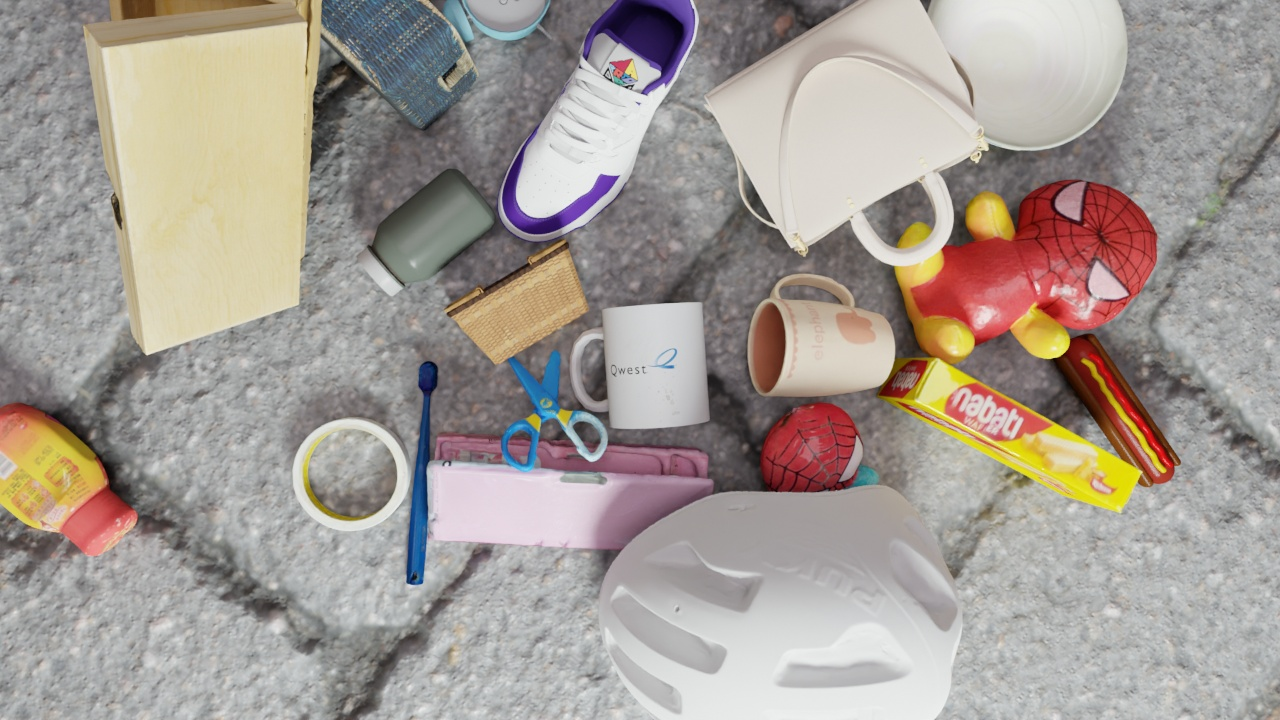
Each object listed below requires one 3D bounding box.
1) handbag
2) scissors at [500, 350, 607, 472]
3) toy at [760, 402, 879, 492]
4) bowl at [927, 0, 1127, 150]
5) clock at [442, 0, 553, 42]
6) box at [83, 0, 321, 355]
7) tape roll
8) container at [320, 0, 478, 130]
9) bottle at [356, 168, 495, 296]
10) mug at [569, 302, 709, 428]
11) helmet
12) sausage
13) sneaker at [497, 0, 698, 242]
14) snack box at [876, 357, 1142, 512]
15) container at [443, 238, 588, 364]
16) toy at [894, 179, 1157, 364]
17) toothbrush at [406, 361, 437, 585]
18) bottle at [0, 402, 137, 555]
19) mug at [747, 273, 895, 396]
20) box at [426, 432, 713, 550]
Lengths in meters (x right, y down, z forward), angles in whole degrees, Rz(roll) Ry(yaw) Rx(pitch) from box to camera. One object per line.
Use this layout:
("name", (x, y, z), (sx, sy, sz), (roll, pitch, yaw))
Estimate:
("handbag", (0.175, -0.165, 0.734), (0.195, 0.101, 0.198), (-28, 86, 14))
("scissors", (-0.068, 0.037, 0.750), (0.109, 0.018, 0.130), (10, 50, -5))
("toy", (0.156, 0.098, 0.784), (0.092, 0.062, 0.133), (-33, 106, 4))
("bowl", (0.318, -0.263, 0.788), (0.176, 0.058, 0.176), (0, 91, -5))
("clock", (-0.130, -0.306, 0.757), (0.123, 0.042, 0.087), (8, 91, -7))
("box", (-0.297, -0.145, 0.641), (0.141, 0.249, 0.179), (3, 47, -19))
("tape roll", (-0.241, 0.095, 0.768), (0.094, 0.019, 0.094), (0, 91, -5))
("container", (-0.221, -0.273, 0.698), (0.187, 0.145, 0.071), (45, 91, -5))
("bottle", (-0.175, -0.103, 0.749), (0.108, 0.060, 0.060), (-40, 94, -3))
("mug", (-0.004, 0.004, 0.763), (0.120, 0.083, 0.096), (-3, 92, 23))
("helmet", (0.107, 0.208, 0.721), (0.282, 0.183, 0.224), (6, 115, 5))
("sausage", (0.423, 0.045, 0.814), (0.040, 0.040, 0.155), (-36, 94, -3))
("sneaker", (-0.029, -0.203, 0.733), (0.092, 0.111, 0.244), (32, 88, -5))
("snack box", (0.308, 0.060, 0.778), (0.200, 0.092, 0.042), (28, 89, -5))
("container", (-0.097, -0.047, 0.759), (0.114, 0.063, 0.061), (-31, 101, -4))
("toy", (0.326, -0.076, 0.774), (0.216, 0.099, 0.147), (-16, 90, -3))
("toothbrush", (-0.185, 0.095, 0.774), (0.016, 0.017, 0.190), (4, 91, -5))
("bottle", (-0.469, 0.098, 0.734), (0.134, 0.048, 0.071), (44, 88, -4))
("mug", (0.151, -0.023, 0.775), (0.104, 0.085, 0.111), (2, 62, -14))
("box", (-0.058, 0.115, 0.754), (0.232, 0.080, 0.099), (5, 90, -5))
